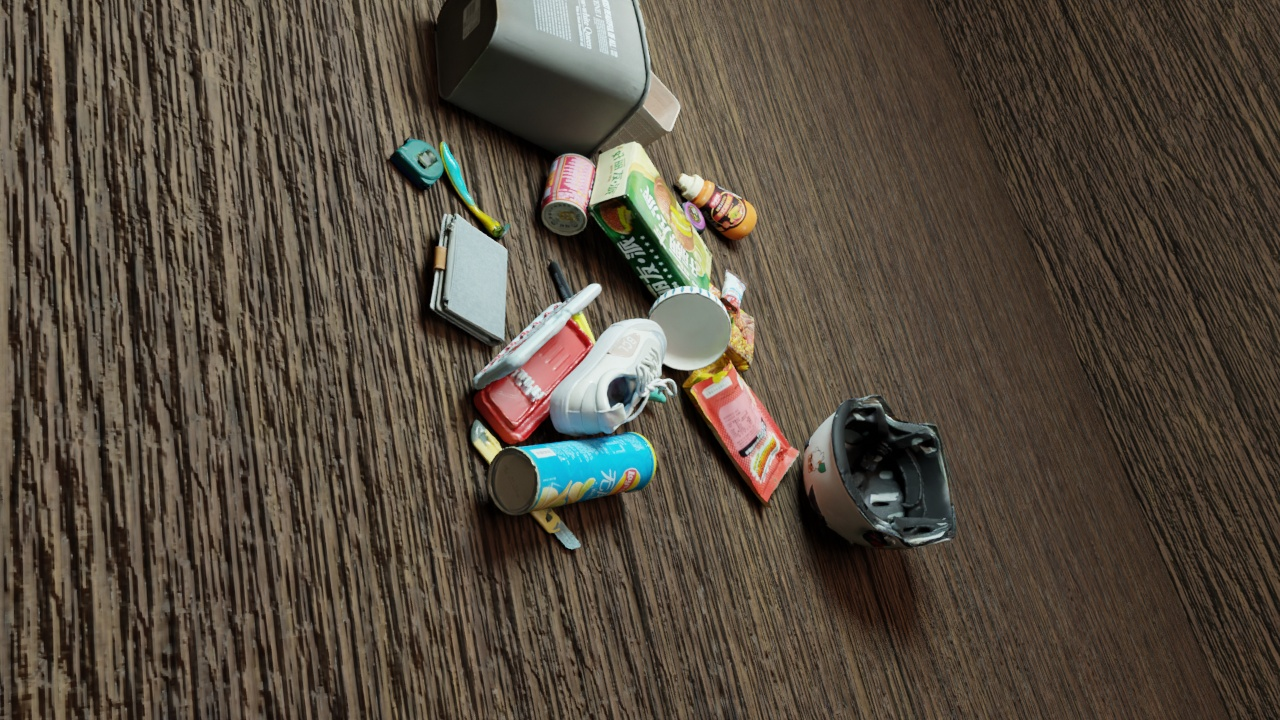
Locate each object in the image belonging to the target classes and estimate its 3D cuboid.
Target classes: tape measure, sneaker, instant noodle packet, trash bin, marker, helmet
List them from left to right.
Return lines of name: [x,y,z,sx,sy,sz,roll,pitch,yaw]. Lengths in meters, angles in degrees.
tape measure: [-0.257,-0.232,1.071,0.058,0.025,0.054,47,40,-19]
trash bin: [-0.132,-0.399,1.194,0.219,0.199,0.198,12,58,-38]
marker: [-0.089,-0.070,1.166,0.015,0.018,0.124,-13,76,-57]
sneaker: [-0.009,0.014,1.081,0.241,0.091,0.089,-44,128,-53]
tape measure: [0.071,-0.215,1.426,0.057,0.039,0.057,53,33,-9]
instant noodle packet: [0.120,-0.058,1.378,0.128,0.044,0.110,36,40,-28]
helmet: [0.340,0.184,1.383,0.273,0.157,0.229,16,57,-30]

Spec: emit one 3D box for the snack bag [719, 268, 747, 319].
snack bag: [0.138,-0.100,1.372,0.045,0.026,0.105,36,34,-13]

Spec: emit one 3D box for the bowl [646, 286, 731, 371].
bowl: [0.065,-0.051,1.259,0.116,0.117,0.066,46,20,-19]

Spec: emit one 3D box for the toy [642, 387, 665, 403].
toy: [-0.007,0.007,1.203,0.096,0.030,0.091,24,45,-29]

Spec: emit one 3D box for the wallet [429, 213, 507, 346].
wallet: [-0.195,-0.092,1.044,0.106,0.037,0.129,34,45,-46]

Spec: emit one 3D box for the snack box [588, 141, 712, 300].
snack box: [0.019,-0.175,1.271,0.240,0.063,0.114,51,35,-41]

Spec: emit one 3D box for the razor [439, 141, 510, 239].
razor: [-0.206,-0.204,1.109,0.132,0.028,0.043,55,14,-13]

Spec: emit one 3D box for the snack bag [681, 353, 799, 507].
snack bag: [0.148,0.094,1.300,0.208,0.073,0.128,55,42,-16]

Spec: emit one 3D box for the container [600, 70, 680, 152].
container: [-0.016,-0.359,1.357,0.090,0.111,0.089,42,41,-22]

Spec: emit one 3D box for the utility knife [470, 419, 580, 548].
utility knife: [-0.127,0.140,0.995,0.182,0.019,0.030,55,42,-15]

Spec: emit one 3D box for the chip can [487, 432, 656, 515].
chip can: [-0.070,0.121,1.005,0.209,0.071,0.071,-1,68,-55]

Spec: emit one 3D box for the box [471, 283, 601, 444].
box: [-0.099,0.000,1.044,0.094,0.100,0.200,52,39,-10]

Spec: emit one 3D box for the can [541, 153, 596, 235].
can: [-0.095,-0.219,1.214,0.066,0.067,0.093,34,44,-30]

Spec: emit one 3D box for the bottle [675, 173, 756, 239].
bottle: [0.119,-0.257,1.494,0.149,0.067,0.066,31,46,-23]
